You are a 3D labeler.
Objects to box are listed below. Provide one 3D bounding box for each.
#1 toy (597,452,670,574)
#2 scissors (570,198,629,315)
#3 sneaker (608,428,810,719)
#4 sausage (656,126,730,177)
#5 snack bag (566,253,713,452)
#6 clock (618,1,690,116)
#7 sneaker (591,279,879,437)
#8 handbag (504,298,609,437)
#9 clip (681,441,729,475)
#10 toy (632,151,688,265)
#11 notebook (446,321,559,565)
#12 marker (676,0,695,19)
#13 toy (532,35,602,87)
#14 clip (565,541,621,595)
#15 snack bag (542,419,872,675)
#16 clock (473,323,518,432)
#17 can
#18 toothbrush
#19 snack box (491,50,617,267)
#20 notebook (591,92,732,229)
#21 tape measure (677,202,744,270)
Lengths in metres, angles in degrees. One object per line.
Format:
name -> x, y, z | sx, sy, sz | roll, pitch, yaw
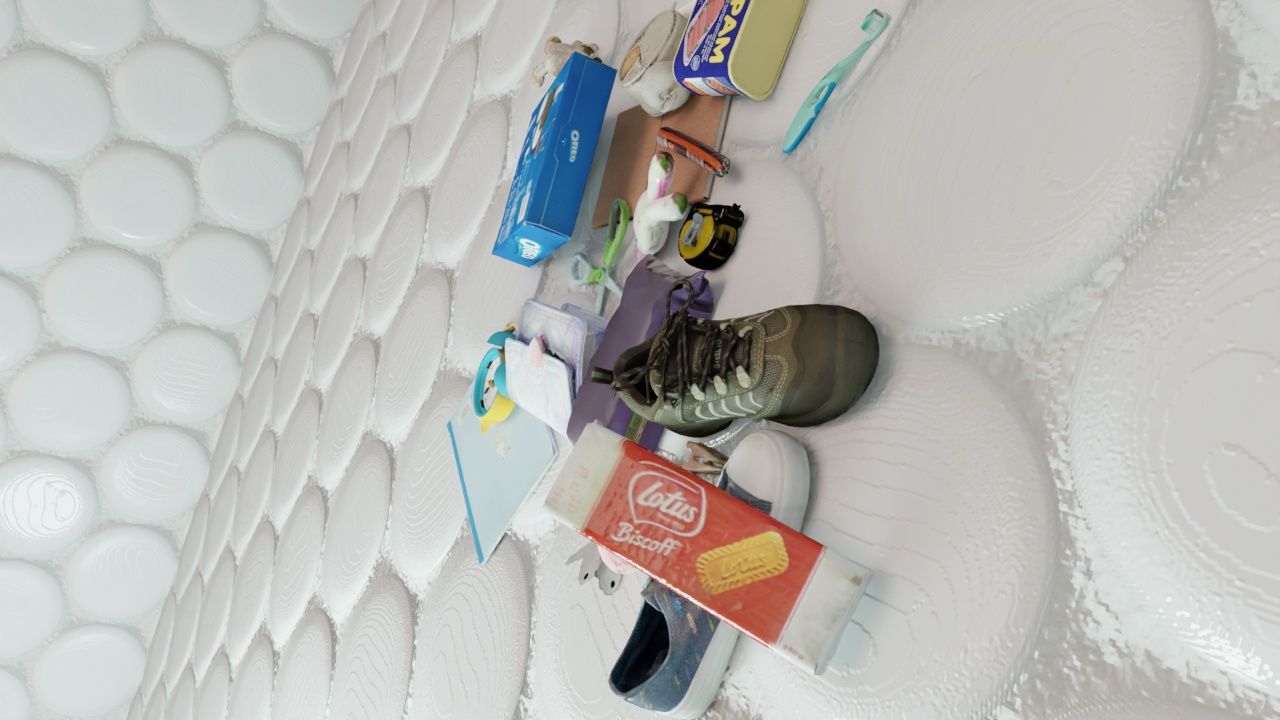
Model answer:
toy -> 0.010, 0.138, 0.766 | 0.105, 0.053, 0.108 | 36, 102, 45
scissors -> -0.041, -0.089, 0.989 | 0.172, 0.023, 0.171 | 7, 83, 55
sneaker -> 0.043, 0.153, 0.677 | 0.087, 0.079, 0.235 | 35, 104, 57
sausage -> 0.050, -0.204, 0.887 | 0.020, 0.020, 0.155 | -63, 33, 13
snack bag -> -0.005, 0.005, 0.846 | 0.096, 0.058, 0.205 | 28, 99, 58
clock -> 0.021, -0.301, 0.941 | 0.104, 0.061, 0.156 | -43, 32, 31
sneaker -> 0.051, -0.007, 0.688 | 0.239, 0.142, 0.101 | -19, 58, 51
handbag -> -0.084, 0.008, 0.954 | 0.159, 0.069, 0.126 | 25, 104, 56
clip -> 0.051, 0.085, 0.754 | 0.052, 0.026, 0.058 | -54, 35, 29
toy -> 0.012, -0.139, 0.892 | 0.123, 0.038, 0.079 | 115, 153, -52
notebook -> -0.172, 0.092, 1.102 | 0.181, 0.009, 0.253 | -55, 36, 23
marker -> 0.057, -0.376, 0.982 | 0.142, 0.020, 0.020 | -7, 69, 55
toy -> -0.083, -0.379, 1.165 | 0.106, 0.074, 0.085 | 3, 64, 53
clip -> -0.041, 0.181, 0.834 | 0.102, 0.045, 0.055 | -44, 28, 38
snack bag -> 0.039, 0.121, 0.625 | 0.225, 0.041, 0.077 | 26, 85, 23
clock -> -0.164, 0.018, 1.081 | 0.130, 0.043, 0.099 | -58, 34, 31
can -> 0.089, -0.302, 0.850 | 0.092, 0.056, 0.116 | 22, 92, 52
toothbrush -> 0.156, -0.229, 0.758 | 0.135, 0.017, 0.022 | -53, 39, 26
snack box -> -0.106, -0.221, 1.064 | 0.239, 0.056, 0.195 | 175, 111, -73
notebook -> 0.020, -0.219, 0.969 | 0.209, 0.008, 0.141 | -1, 74, 57
tape measure -> 0.060, -0.113, 0.830 | 0.062, 0.034, 0.061 | 17, 91, 59
